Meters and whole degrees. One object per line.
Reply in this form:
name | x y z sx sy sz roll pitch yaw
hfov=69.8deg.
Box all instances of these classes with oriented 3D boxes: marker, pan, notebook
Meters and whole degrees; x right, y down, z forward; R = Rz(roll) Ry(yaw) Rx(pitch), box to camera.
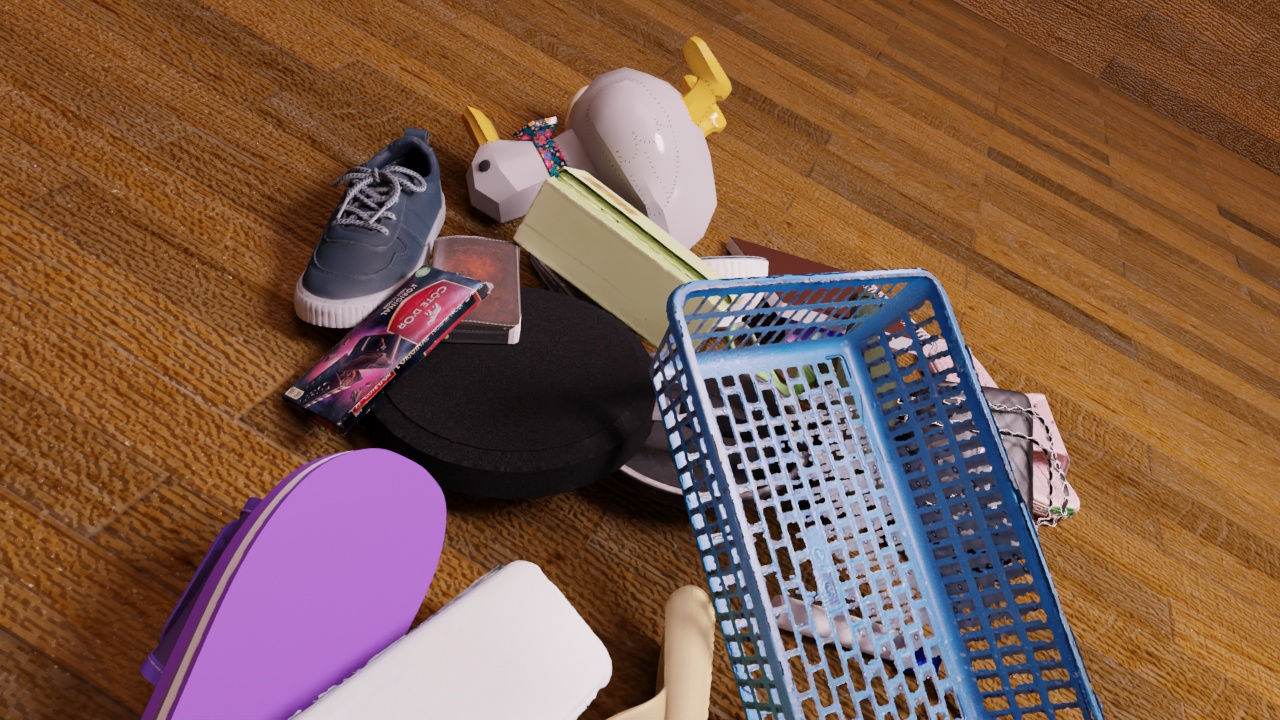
marker | 0.159 0.204 0.679 0.133 0.023 0.027 19 61 -11
pan | -0.005 0.005 0.787 0.186 0.055 0.357 -14 41 -33
pan | -0.033 0.024 0.697 0.356 0.034 0.224 10 38 1
notebook | 0.193 -0.070 0.959 0.171 0.022 0.209 14 21 -15

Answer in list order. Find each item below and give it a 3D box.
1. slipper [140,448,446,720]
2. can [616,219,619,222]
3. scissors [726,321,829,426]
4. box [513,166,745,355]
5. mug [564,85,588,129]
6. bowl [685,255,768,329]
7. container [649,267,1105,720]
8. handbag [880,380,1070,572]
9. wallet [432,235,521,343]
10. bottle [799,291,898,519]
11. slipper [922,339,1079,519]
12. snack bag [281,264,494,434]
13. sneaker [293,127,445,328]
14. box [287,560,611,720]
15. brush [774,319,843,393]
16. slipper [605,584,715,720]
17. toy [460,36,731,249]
slipper | -0.202 0.161 0.466 0.107 0.084 0.265 49 45 -36
can | 0.002 -0.156 0.985 0.032 0.032 0.095 34 39 9
scissors | 0.138 0.032 0.825 0.159 0.025 0.171 -19 73 -32
box | -0.010 -0.079 0.782 0.188 0.083 0.091 39 10 9
mug | -0.028 -0.253 1.020 0.120 0.100 0.096 8 28 -26
bowl | 0.064 -0.061 0.873 0.118 0.118 0.062 -3 89 -32
container | 0.146 0.123 0.617 0.256 0.089 0.362 -6 74 -34
handbag | 0.274 0.088 0.778 0.125 0.115 0.153 14 67 -3
wallet | -0.132 -0.059 0.737 0.072 0.019 0.123 1 39 -10
bottle | 0.185 0.033 0.794 0.071 0.072 0.206 20 61 -10
slipper | 0.368 0.053 0.938 0.094 0.065 0.239 4 42 -26
snack bag | -0.182 -0.012 0.663 0.075 0.018 0.154 18 55 37
sneaker | -0.216 -0.116 0.758 0.089 0.088 0.235 7 38 1
box | -0.094 0.178 0.468 0.083 0.122 0.214 -5 17 35
brush | 0.234 0.038 0.892 0.229 0.043 0.089 37 39 12
slipper | -0.005 0.233 0.502 0.079 0.111 0.260 5 34 7
toy | -0.032 -0.197 0.897 0.267 0.141 0.246 -35 79 -6
